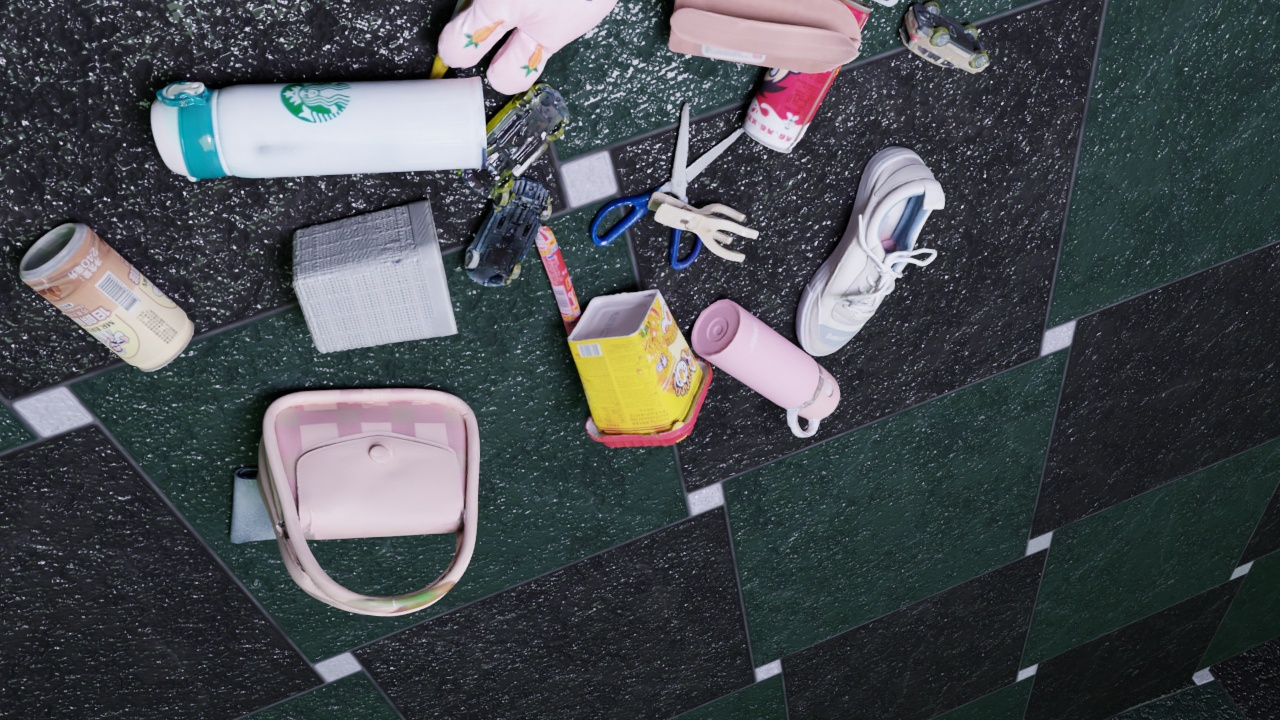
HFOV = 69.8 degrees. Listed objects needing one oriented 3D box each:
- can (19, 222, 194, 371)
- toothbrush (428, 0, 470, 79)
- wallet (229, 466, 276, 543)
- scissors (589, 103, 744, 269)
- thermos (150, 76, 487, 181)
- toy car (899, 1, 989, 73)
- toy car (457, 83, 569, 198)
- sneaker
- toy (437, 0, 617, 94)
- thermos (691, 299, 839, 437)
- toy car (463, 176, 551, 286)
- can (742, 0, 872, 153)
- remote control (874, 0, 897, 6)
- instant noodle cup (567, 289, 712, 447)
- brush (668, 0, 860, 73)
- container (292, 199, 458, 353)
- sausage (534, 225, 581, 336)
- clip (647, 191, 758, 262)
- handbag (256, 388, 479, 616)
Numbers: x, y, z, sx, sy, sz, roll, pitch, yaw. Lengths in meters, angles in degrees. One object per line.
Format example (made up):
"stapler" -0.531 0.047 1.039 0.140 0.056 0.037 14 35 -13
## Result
"can" -0.406 -0.047 0.704 0.058 0.058 0.116 -30 135 3
"toothbrush" -0.144 -0.230 0.688 0.016 0.018 0.192 13 122 -34
"wallet" -0.348 0.145 0.928 0.120 0.019 0.097 1 130 -26
"scissors" 0.027 -0.150 0.840 0.175 0.012 0.162 -26 133 -3
"thermos" -0.225 -0.168 0.659 0.224 0.073 0.073 -5 131 -11
"toy car" 0.271 -0.282 0.812 0.090 0.042 0.035 13 146 -27
"toy car" -0.104 -0.180 0.742 0.105 0.032 0.048 -45 133 2
"sneaker" 0.237 -0.089 0.932 0.089 0.090 0.243 1 129 -23
"toy" -0.075 -0.266 0.661 0.121 0.054 0.160 13 124 -46
"thermos" 0.138 0.015 0.986 0.067 0.087 0.198 -4 153 44
"toy car" -0.117 -0.112 0.795 0.049 0.031 0.106 14 120 -32
"can" 0.138 -0.246 0.775 0.053 0.053 0.133 9 125 -30
"remote control" 0.161 -0.332 0.733 0.149 0.021 0.058 8 125 -29
"instant noodle cup" -0.005 0.005 0.885 0.116 0.115 0.124 -5 126 27
"brush" 0.097 -0.255 0.704 0.145 0.072 0.063 12 127 2
"container" -0.218 -0.067 0.751 0.114 0.090 0.090 -12 132 -10
"sausage" -0.073 -0.067 0.861 0.020 0.020 0.156 -21 134 -6
"clip" 0.055 -0.132 0.849 0.104 0.083 0.035 23 117 -10
"handbag" -0.232 0.129 0.812 0.193 0.234 0.094 1 130 -25
